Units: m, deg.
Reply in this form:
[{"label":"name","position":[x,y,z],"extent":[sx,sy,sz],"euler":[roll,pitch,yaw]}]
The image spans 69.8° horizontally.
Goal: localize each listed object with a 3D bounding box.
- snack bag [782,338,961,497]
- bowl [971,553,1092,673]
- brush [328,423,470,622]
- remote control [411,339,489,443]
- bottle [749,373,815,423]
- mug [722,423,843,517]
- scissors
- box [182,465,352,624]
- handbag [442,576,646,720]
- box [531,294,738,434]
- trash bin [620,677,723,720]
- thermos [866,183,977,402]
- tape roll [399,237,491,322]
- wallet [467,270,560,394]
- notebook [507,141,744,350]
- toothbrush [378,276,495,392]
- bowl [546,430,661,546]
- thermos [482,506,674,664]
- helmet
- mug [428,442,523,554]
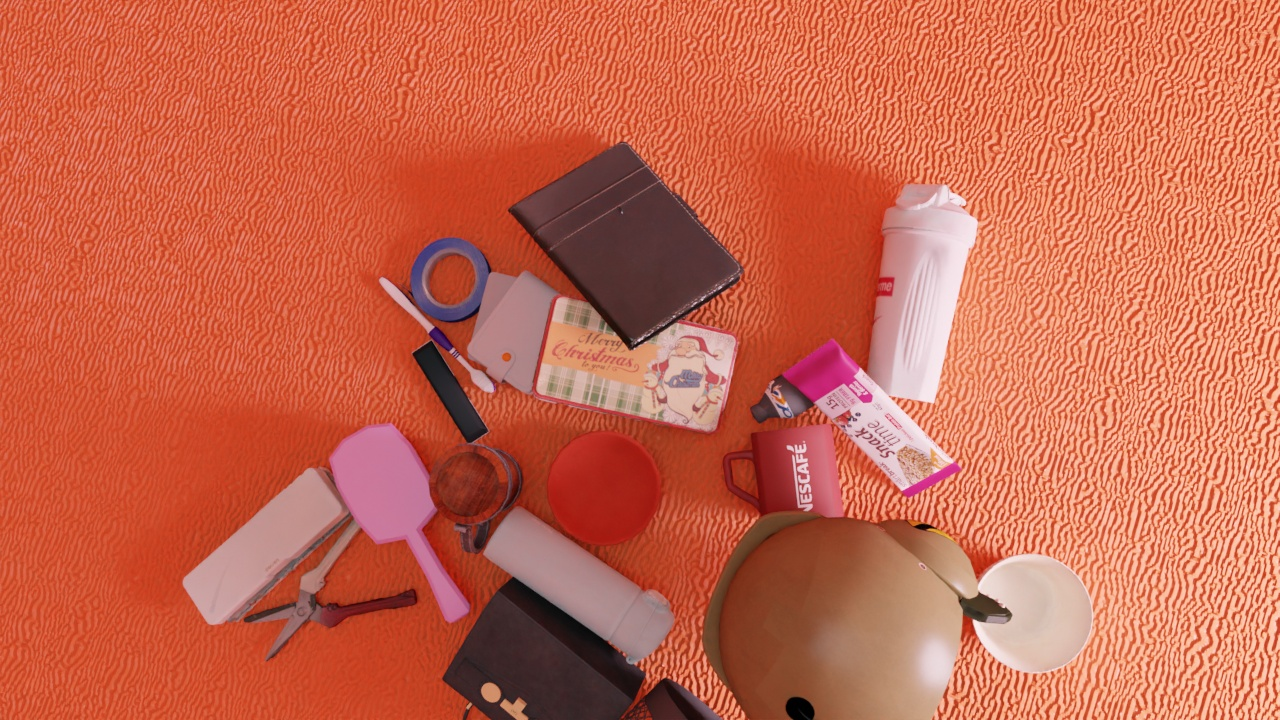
[{"label":"snack bag","position":[0.237,0.063,0.939],"extent":[0.196,0.016,0.070],"euler":[44,127,-11]},{"label":"bowl","position":[0.385,0.250,0.928],"extent":[0.115,0.062,0.115],"euler":[0,85,5]},{"label":"brush","position":[-0.249,0.177,0.991],"extent":[0.089,0.043,0.228],"euler":[-31,83,-9]},{"label":"remote control","position":[-0.213,0.035,1.024],"extent":[0.028,0.012,0.124],"euler":[-34,83,1]},{"label":"bottle","position":[0.168,0.031,0.974],"extent":[0.112,0.047,0.047],"euler":[-31,83,1]},{"label":"mug","position":[0.146,0.121,0.953],"extent":[0.116,0.080,0.096],"euler":[-8,84,11]},{"label":"scissors","position":[-0.339,0.250,1.014],"extent":[0.198,0.015,0.179],"euler":[6,86,5]},{"label":"box","position":[-0.409,0.202,1.009],"extent":[0.199,0.067,0.083],"euler":[-43,102,1]},{"label":"handbag","position":[-0.126,0.362,0.972],"extent":[0.176,0.072,0.196],"euler":[37,99,7]},{"label":"box","position":[-0.006,0.006,0.974],"extent":[0.205,0.050,0.117],"euler":[14,85,-4]},{"label":"trash bin","position":[0.014,0.455,0.871],"extent":[0.218,0.218,0.227],"euler":[42,85,7]},{"label":"thermos","position":[0.287,-0.069,0.951],"extent":[0.099,0.099,0.220],"euler":[10,90,6]},{"label":"tape roll","position":[-0.213,-0.090,1.033],"extent":[0.091,0.016,0.093],"euler":[42,89,7]},{"label":"wallet","position":[-0.138,-0.036,1.011],"extent":[0.115,0.037,0.118],"euler":[35,86,4]},{"label":"notebook","position":[-0.012,-0.128,0.979],"extent":[0.169,0.029,0.209],"euler":[-34,76,-23]},{"label":"toothbrush","position":[-0.229,-0.029,1.029],"extent":[0.186,0.016,0.015],"euler":[44,90,9]},{"label":"bowl","position":[-0.038,0.136,0.988],"extent":[0.122,0.035,0.122],"euler":[0,85,5]},{"label":"thermos","position":[-0.063,0.235,0.966],"extent":[0.207,0.065,0.078],"euler":[32,101,7]},{"label":"helmet","position":[0.180,0.249,0.838],"extent":[0.233,0.256,0.250],"euler":[26,86,3]},{"label":"mug","position":[-0.170,0.145,0.960],"extent":[0.081,0.111,0.117],"euler":[10,86,6]}]
